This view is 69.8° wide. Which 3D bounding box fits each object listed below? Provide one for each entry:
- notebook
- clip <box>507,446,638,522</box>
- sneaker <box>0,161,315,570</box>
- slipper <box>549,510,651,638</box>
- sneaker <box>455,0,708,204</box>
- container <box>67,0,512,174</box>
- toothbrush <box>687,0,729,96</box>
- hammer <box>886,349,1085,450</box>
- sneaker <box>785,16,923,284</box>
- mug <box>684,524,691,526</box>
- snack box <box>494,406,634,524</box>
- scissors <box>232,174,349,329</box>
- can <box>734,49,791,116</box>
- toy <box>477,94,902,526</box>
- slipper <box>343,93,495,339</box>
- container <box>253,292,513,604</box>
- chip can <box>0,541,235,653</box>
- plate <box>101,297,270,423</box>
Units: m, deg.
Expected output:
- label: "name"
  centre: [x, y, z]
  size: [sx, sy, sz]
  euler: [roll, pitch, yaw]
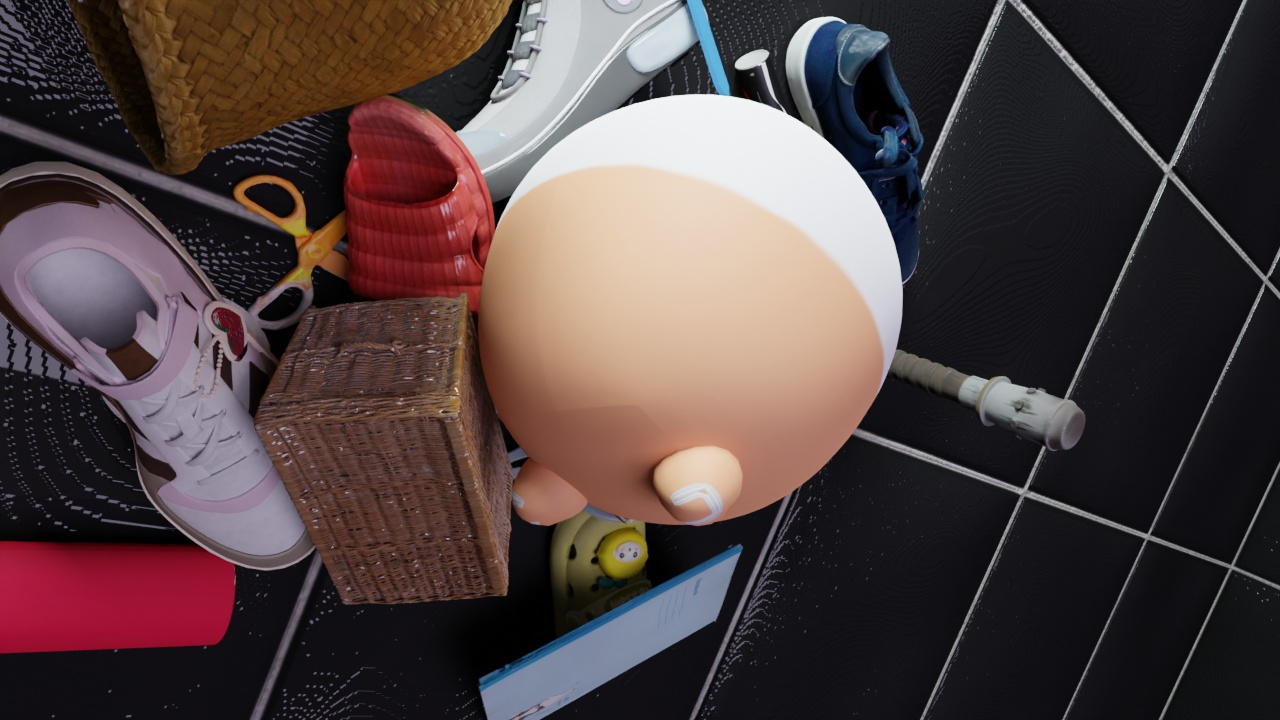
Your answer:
- label: "notebook"
  centre: [-0.025, 0.262, 0.837]
  size: [0.253, 0.009, 0.181]
  euler: [-23, 149, -19]
- label: "clip"
  centre: [-0.044, 0.053, 0.779]
  size: [0.168, 0.031, 0.164]
  euler: [16, 77, -9]
- label: "sneaker"
  centre: [-0.259, 0.027, 0.530]
  size: [0.111, 0.116, 0.294]
  euler: [-31, 124, -18]
- label: "slipper"
  centre: [-0.032, 0.210, 0.842]
  size: [0.091, 0.081, 0.191]
  euler: [-8, 115, -32]
- label: "sneaker"
  centre: [-0.078, -0.231, 0.639]
  size: [0.256, 0.093, 0.160]
  euler: [-41, 119, -16]
- label: "container"
  centre: [-0.179, -0.255, 0.404]
  size: [0.196, 0.307, 0.307]
  euler: [-26, 121, -23]
- label: "toothbrush"
  centre: [0.038, -0.263, 0.644]
  size: [0.016, 0.014, 0.166]
  euler: [-6, 77, -52]
- label: "hammer"
  centre: [0.220, 0.004, 0.791]
  size: [0.190, 0.325, 0.100]
  euler: [-53, 130, -9]
- label: "sneaker"
  centre: [0.234, -0.179, 0.866]
  size: [0.120, 0.127, 0.295]
  euler: [-43, 130, -18]
- label: "mug"
  centre: [0.038, 0.097, 0.840]
  size: [0.085, 0.094, 0.122]
  euler: [-19, 118, -30]
- label: "snack box"
  centre: [-0.004, 0.004, 0.748]
  size: [0.153, 0.055, 0.207]
  euler: [40, 79, -2]
- label: "scissors"
  centre: [-0.227, -0.073, 0.627]
  size: [0.125, 0.011, 0.131]
  euler: [36, 86, -40]
- label: "can"
  centre: [0.111, -0.230, 0.810]
  size: [0.031, 0.031, 0.080]
  euler: [-42, 127, -17]
- label: "toy"
  centre: [0.027, -0.019, 0.585]
  size: [0.266, 0.263, 0.279]
  euler: [49, 50, -33]
- label: "slipper"
  centre: [-0.150, -0.053, 0.623]
  size: [0.058, 0.104, 0.249]
  euler: [-54, 146, -49]
- label: "container"
  centre: [-0.152, 0.061, 0.598]
  size: [0.114, 0.112, 0.199]
  euler: [-4, 133, 1]
- label: "chip can"
  centre: [-0.373, 0.145, 0.563]
  size: [0.220, 0.069, 0.069]
  euler: [11, 100, -40]
- label: "plate"
  centre: [-0.292, 0.008, 0.593]
  size: [0.104, 0.026, 0.104]
  euler: [-13, 116, -28]
